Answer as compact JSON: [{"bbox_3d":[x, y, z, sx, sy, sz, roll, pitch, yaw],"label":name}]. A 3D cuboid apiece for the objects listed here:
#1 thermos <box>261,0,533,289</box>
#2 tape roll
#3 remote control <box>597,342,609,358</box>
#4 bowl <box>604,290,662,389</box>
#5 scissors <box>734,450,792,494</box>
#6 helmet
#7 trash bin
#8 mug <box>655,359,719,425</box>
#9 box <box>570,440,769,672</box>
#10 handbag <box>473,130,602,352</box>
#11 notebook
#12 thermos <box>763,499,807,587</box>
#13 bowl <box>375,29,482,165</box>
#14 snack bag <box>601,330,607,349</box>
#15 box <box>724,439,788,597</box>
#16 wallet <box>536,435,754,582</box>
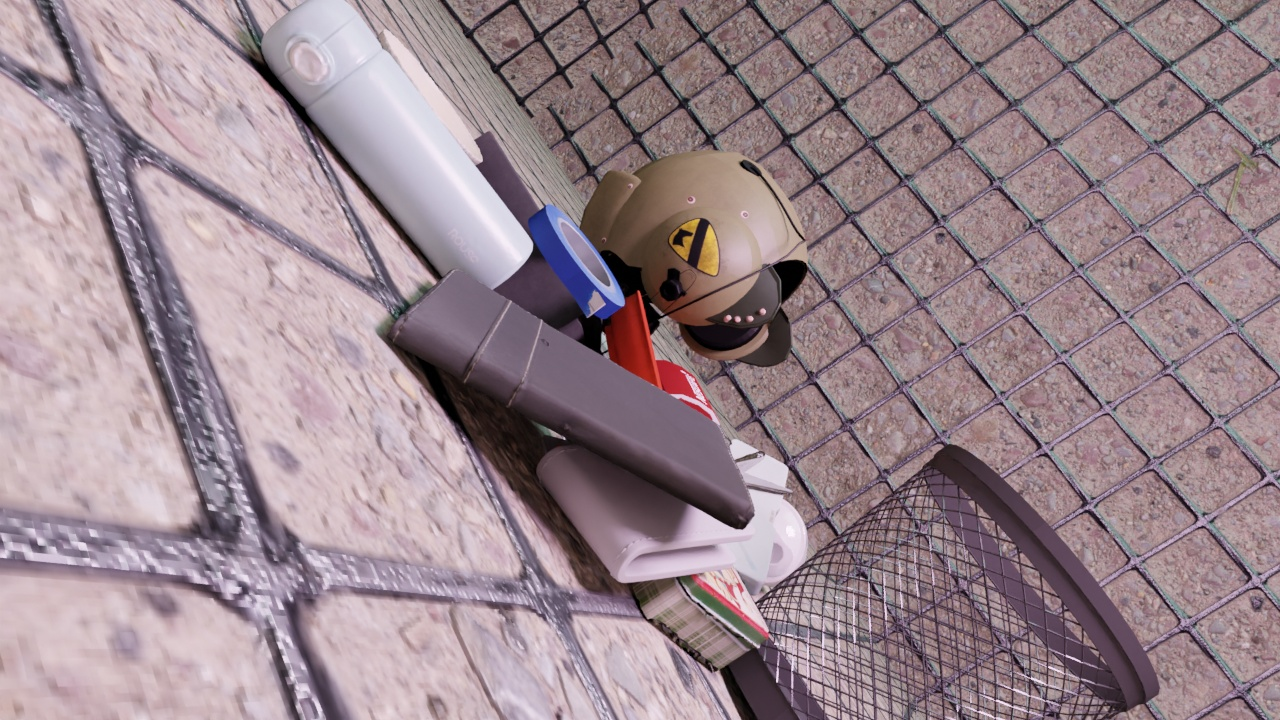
[{"bbox_3d":[-0.156,-0.137,0.601,0.207,0.065,0.077,53,15,-24],"label":"thermos"},{"bbox_3d":[-0.046,-0.073,0.675,0.091,0.016,0.093,55,12,2],"label":"tape roll"},{"bbox_3d":[-0.030,0.018,1.066,0.124,0.012,0.028,59,6,36],"label":"remote control"},{"bbox_3d":[-0.005,0.004,0.769,0.122,0.035,0.122,-8,85,-88],"label":"bowl"},{"bbox_3d":[0.050,0.099,0.822,0.179,0.015,0.198,33,28,5],"label":"scissors"},{"bbox_3d":[0.041,-0.091,0.932,0.232,0.256,0.250,60,6,17],"label":"helmet"},{"bbox_3d":[0.205,0.217,0.682,0.218,0.227,0.217,54,2,-3],"label":"trash bin"},{"bbox_3d":[0.017,0.048,0.963,0.116,0.080,0.096,29,14,-18],"label":"mug"},{"bbox_3d":[0.012,0.114,0.660,0.117,0.050,0.205,52,5,-42],"label":"box"},{"bbox_3d":[-0.094,-0.075,0.814,0.175,0.072,0.196,58,0,15],"label":"handbag"},{"bbox_3d":[-0.035,0.016,0.540,0.209,0.029,0.169,33,9,-8],"label":"notebook"},{"bbox_3d":[0.139,0.207,1.022,0.099,0.099,0.220,58,1,22],"label":"thermos"},{"bbox_3d":[-0.178,-0.180,0.687,0.115,0.062,0.115,55,5,-8],"label":"bowl"},{"bbox_3d":[-0.063,-0.045,1.142,0.196,0.016,0.070,54,7,-15],"label":"snack bag"},{"bbox_3d":[0.089,0.142,0.841,0.083,0.067,0.198,50,26,-11],"label":"box"},{"bbox_3d":[-0.003,0.080,0.555,0.118,0.038,0.115,6,31,-47],"label":"wallet"}]
